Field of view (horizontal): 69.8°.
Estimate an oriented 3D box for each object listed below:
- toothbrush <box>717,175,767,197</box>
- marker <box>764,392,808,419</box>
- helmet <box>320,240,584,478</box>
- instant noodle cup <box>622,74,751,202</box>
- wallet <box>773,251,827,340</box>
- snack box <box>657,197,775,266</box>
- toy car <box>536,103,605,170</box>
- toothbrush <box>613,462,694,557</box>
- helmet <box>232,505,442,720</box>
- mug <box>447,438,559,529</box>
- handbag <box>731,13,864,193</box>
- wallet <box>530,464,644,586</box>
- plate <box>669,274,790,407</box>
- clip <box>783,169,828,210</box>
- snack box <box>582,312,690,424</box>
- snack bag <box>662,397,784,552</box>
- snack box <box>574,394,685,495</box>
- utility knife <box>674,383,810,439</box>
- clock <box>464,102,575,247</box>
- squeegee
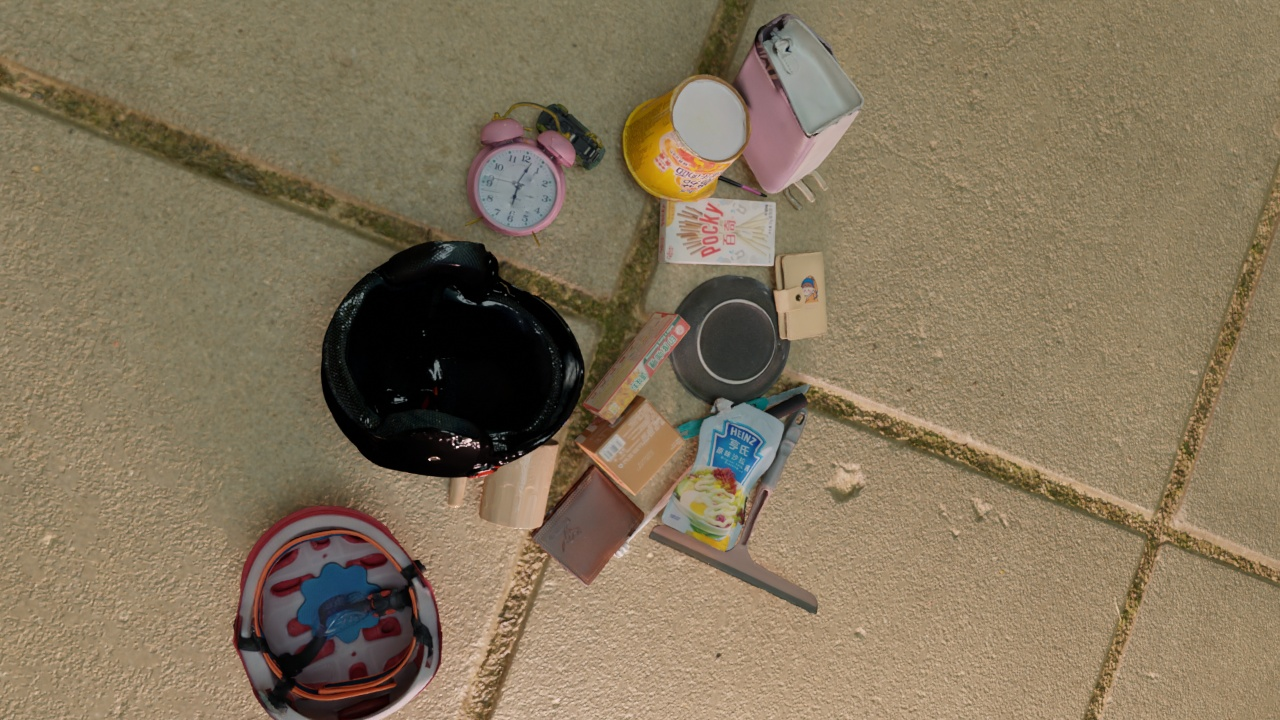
[{"bbox_3d":[0.083,-0.242,1.188,0.189,0.014,0.018,18,99,-20],"label":"toothbrush"},{"bbox_3d":[0.164,0.078,1.237,0.132,0.020,0.022,-24,124,-8],"label":"marker"},{"bbox_3d":[-0.210,0.014,1.002,0.274,0.231,0.233,8,68,-25],"label":"helmet"},{"bbox_3d":[0.062,-0.273,1.111,0.138,0.110,0.138,4,81,-24],"label":"instant noodle cup"},{"bbox_3d":[0.216,-0.087,1.237,0.087,0.024,0.115,-9,100,-30],"label":"wallet"},{"bbox_3d":[0.101,-0.167,1.194,0.156,0.027,0.085,0,96,-20],"label":"snack box"},{"bbox_3d":[-0.086,-0.270,1.114,0.091,0.036,0.043,40,83,-19],"label":"toy car"},{"bbox_3d":[0.028,0.192,1.211,0.180,0.016,0.016,-46,110,-10],"label":"toothbrush"},{"bbox_3d":[-0.339,0.281,1.031,0.206,0.144,0.240,-17,87,-17],"label":"helmet"},{"bbox_3d":[-0.168,0.139,1.112,0.125,0.084,0.103,11,94,5],"label":"mug"},{"bbox_3d":[0.174,-0.304,1.098,0.098,0.197,0.145,-35,86,-10],"label":"handbag"},{"bbox_3d":[-0.066,0.210,1.174,0.101,0.032,0.124,44,80,-15],"label":"wallet"},{"bbox_3d":[0.124,-0.025,1.218,0.179,0.024,0.179,-2,96,-19],"label":"plate"},{"bbox_3d":[0.206,-0.245,1.202,0.035,0.093,0.103,-40,117,-11],"label":"clip"},{"bbox_3d":[-0.007,0.007,1.148,0.027,0.077,0.155,41,82,-18],"label":"snack box"},{"bbox_3d":[0.110,0.146,1.200,0.110,0.039,0.191,26,83,-5],"label":"snack bag"},{"bbox_3d":[-0.014,0.100,1.145,0.092,0.094,0.077,-46,108,-10],"label":"snack box"},{"bbox_3d":[0.136,0.069,1.233,0.216,0.013,0.029,-19,130,-16],"label":"utility knife"},{"bbox_3d":[-0.139,-0.221,1.073,0.117,0.060,0.158,14,100,-11],"label":"clock"},{"bbox_3d":[0.171,0.178,1.248,0.247,0.040,0.249,26,81,-2],"label":"squeegee"}]
